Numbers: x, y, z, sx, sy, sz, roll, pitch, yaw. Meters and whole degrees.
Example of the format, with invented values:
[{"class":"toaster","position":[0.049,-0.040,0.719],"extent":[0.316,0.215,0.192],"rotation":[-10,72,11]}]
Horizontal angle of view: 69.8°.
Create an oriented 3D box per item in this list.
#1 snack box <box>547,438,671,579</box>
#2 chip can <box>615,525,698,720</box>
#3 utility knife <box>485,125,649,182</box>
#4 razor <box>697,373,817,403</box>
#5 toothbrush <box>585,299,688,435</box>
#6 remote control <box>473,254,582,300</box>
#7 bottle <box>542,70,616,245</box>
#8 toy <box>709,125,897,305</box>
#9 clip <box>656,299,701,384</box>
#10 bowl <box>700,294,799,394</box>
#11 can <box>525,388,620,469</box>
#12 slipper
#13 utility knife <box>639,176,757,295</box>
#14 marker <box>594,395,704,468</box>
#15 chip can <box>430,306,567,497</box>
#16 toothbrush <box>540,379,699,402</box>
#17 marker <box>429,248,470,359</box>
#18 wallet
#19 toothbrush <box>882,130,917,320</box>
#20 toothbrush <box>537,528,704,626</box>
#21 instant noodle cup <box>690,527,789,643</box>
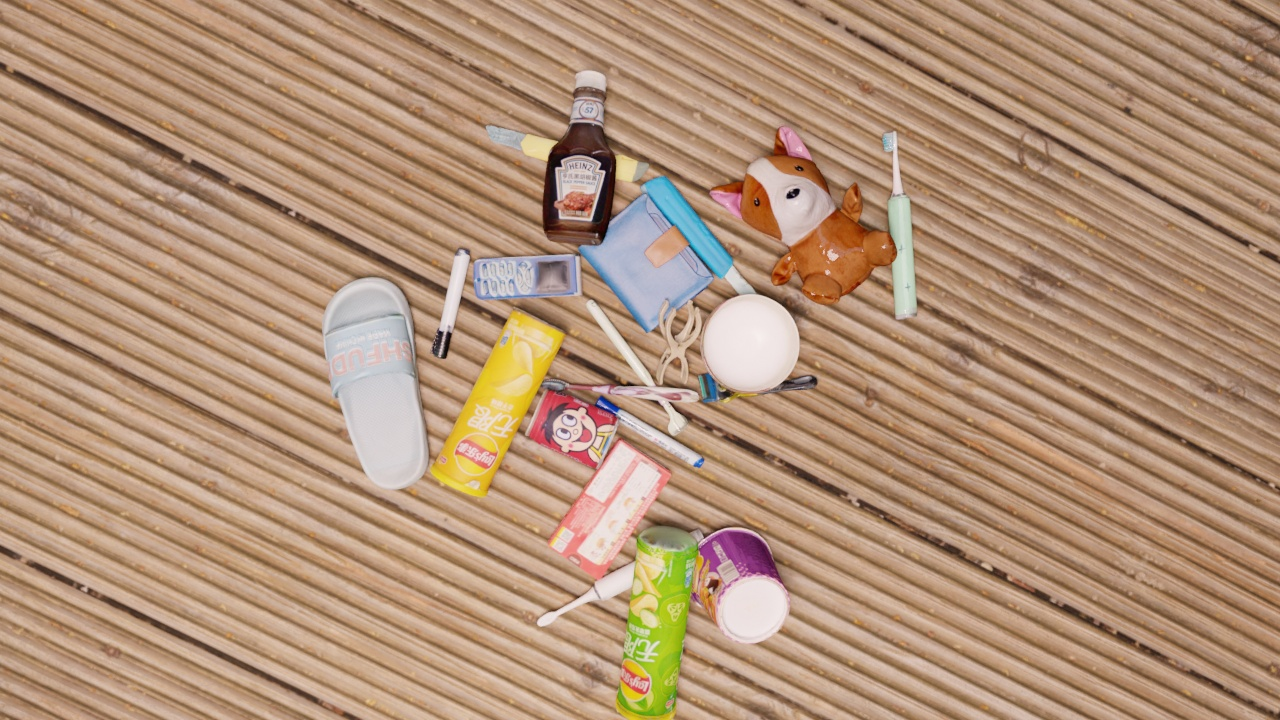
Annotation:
[{"class":"snack box","position":[-0.037,0.174,1.081],"extent":[0.075,0.025,0.153],"rotation":[34,90,-4]},{"class":"chip can","position":[0.019,0.299,1.046],"extent":[0.072,0.072,0.221],"rotation":[6,101,-3]},{"class":"utility knife","position":[-0.086,-0.243,1.073],"extent":[0.195,0.020,0.031],"rotation":[14,85,-9]},{"class":"razor","position":[0.140,0.032,1.089],"extent":[0.142,0.022,0.042],"rotation":[-4,47,-6]},{"class":"toothbrush","position":[-0.006,0.006,1.083],"extent":[0.029,0.020,0.189],"rotation":[-37,92,-32]},{"class":"remote control","position":[-0.131,-0.097,1.071],"extent":[0.125,0.024,0.049],"rotation":[-2,91,-1]},{"class":"bottle","position":[-0.066,-0.231,1.047],"extent":[0.080,0.044,0.194],"rotation":[6,85,3]},{"class":"toy","position":[0.185,-0.159,1.042],"extent":[0.140,0.130,0.199],"rotation":[-37,83,4]},{"class":"clip","position":[0.054,-0.022,1.065],"extent":[0.080,0.034,0.104],"rotation":[-14,116,-12]},{"class":"bowl","position":[0.122,-0.019,1.066],"extent":[0.113,0.062,0.113],"rotation":[0,92,-4]},{"class":"can","position":[-0.078,0.077,1.056],"extent":[0.094,0.066,0.066],"rotation":[24,90,-3]},{"class":"slipper","position":[-0.302,0.029,1.042],"extent":[0.104,0.074,0.245],"rotation":[-11,93,-1]},{"class":"utility knife","position":[0.077,-0.135,1.082],"extent":[0.034,0.018,0.207],"rotation":[-40,92,3]},{"class":"marker","position":[0.011,0.086,1.086],"extent":[0.146,0.017,0.017],"rotation":[31,90,-3]},{"class":"chip can","position":[-0.162,0.047,1.051],"extent":[0.072,0.072,0.213],"rotation":[26,89,-3]},{"class":"toothbrush","position":[-0.025,0.035,1.069],"extent":[0.187,0.017,0.016],"rotation":[5,96,6]},{"class":"marker","position":[-0.222,-0.067,1.071],"extent":[0.022,0.018,0.130],"rotation":[12,91,6]},{"class":"wallet","position":[0.008,-0.113,1.072],"extent":[0.106,0.040,0.133],"rotation":[-39,94,3]},{"class":"toothbrush","position":[0.308,-0.160,1.089],"extent":[0.027,0.026,0.224],"rotation":[-4,92,19]},{"class":"toothbrush","position":[-0.022,0.260,1.083],"extent":[0.221,0.026,0.026],"rotation":[-27,81,-2]},{"class":"instant noodle cup","position":[0.115,0.261,1.042],"extent":[0.111,0.099,0.112],"rotation":[-3,107,-12]}]
